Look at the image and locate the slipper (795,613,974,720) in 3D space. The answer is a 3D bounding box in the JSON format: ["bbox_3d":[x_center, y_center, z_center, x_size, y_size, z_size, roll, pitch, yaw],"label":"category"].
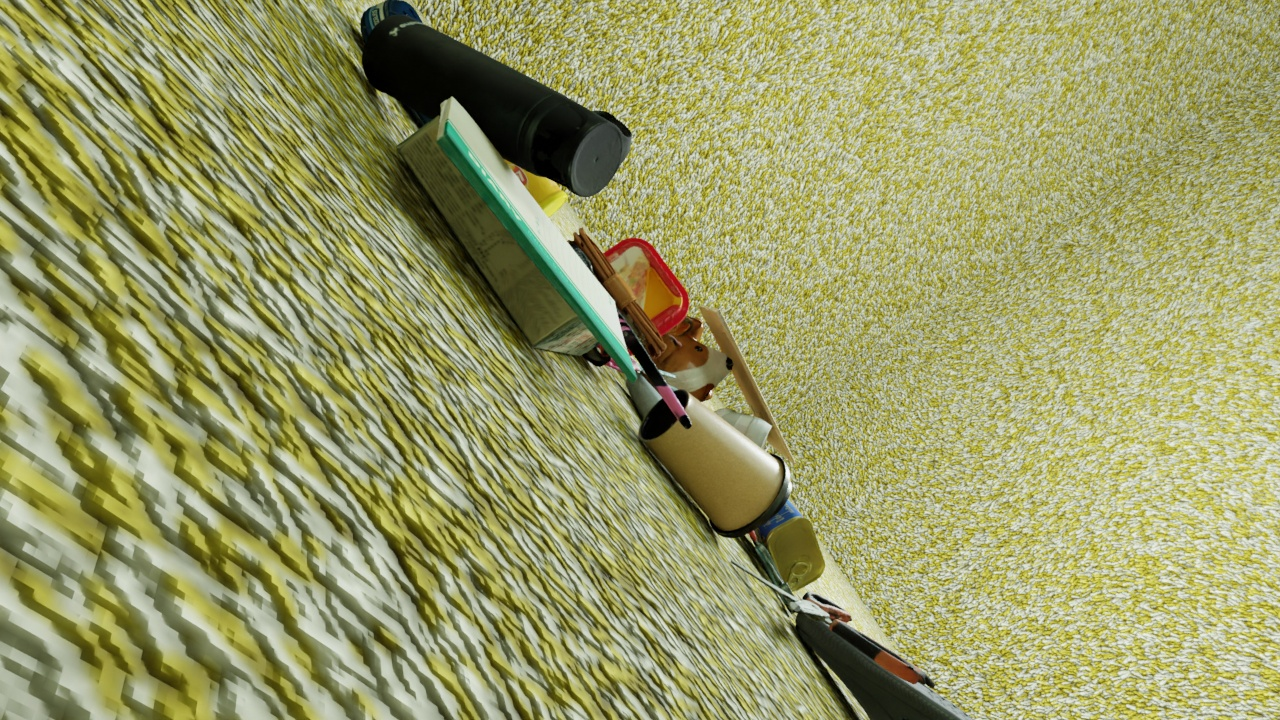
[{"bbox_3d":[0.251,0.346,0.885,0.268,0.083,0.110,35,-1,22],"label":"slipper"}]

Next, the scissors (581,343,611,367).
[{"bbox_3d":[-0.060,-0.073,0.912,0.232,0.022,0.220,38,23,-36],"label":"scissors"}]

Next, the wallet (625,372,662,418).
[{"bbox_3d":[0.040,0.079,0.952,0.106,0.037,0.129,48,6,-42],"label":"wallet"}]

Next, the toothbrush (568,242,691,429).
[{"bbox_3d":[-0.011,-0.021,0.775,0.189,0.014,0.017,56,15,3],"label":"toothbrush"}]

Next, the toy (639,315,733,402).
[{"bbox_3d":[0.054,0.014,1.160,0.199,0.130,0.140,-31,109,-79],"label":"toy"}]

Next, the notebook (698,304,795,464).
[{"bbox_3d":[0.132,0.025,1.159,0.207,0.008,0.148,63,-2,-8],"label":"notebook"}]

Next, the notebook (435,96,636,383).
[{"bbox_3d":[-0.073,-0.089,0.655,0.209,0.012,0.150,52,8,-25],"label":"notebook"}]

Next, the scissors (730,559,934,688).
[{"bbox_3d":[0.171,0.237,0.853,0.223,0.015,0.189,33,-1,-5],"label":"scissors"}]

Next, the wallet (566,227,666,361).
[{"bbox_3d":[-0.023,-0.056,0.841,0.132,0.031,0.108,53,-4,2],"label":"wallet"}]

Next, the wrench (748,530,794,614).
[{"bbox_3d":[0.098,0.152,1.003,0.273,0.016,0.056,60,-4,21],"label":"wrench"}]

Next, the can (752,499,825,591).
[{"bbox_3d":[0.160,0.199,1.052,0.083,0.057,0.102,52,-12,56],"label":"can"}]

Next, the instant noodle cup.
[{"bbox_3d":[-0.016,-0.066,1.084,0.116,0.116,0.124,54,-7,5],"label":"instant noodle cup"}]

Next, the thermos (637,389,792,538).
[{"bbox_3d":[0.068,0.094,0.840,0.143,0.093,0.093,44,7,-20],"label":"thermos"}]

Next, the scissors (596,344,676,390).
[{"bbox_3d":[-0.006,0.006,0.952,0.133,0.017,0.134,32,11,15],"label":"scissors"}]

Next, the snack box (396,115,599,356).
[{"bbox_3d":[-0.099,-0.089,0.735,0.178,0.046,0.182,55,5,5],"label":"snack box"}]

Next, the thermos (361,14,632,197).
[{"bbox_3d":[-0.114,-0.208,0.741,0.242,0.089,0.069,33,-50,26],"label":"thermos"}]

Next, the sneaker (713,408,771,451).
[{"bbox_3d":[0.112,0.119,1.184,0.091,0.089,0.242,23,-16,13],"label":"sneaker"}]

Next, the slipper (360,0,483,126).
[{"bbox_3d":[-0.188,-0.270,0.916,0.252,0.095,0.105,58,3,10],"label":"slipper"}]

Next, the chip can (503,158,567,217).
[{"bbox_3d":[-0.171,-0.245,1.022,0.213,0.072,0.072,54,4,-2],"label":"chip can"}]
